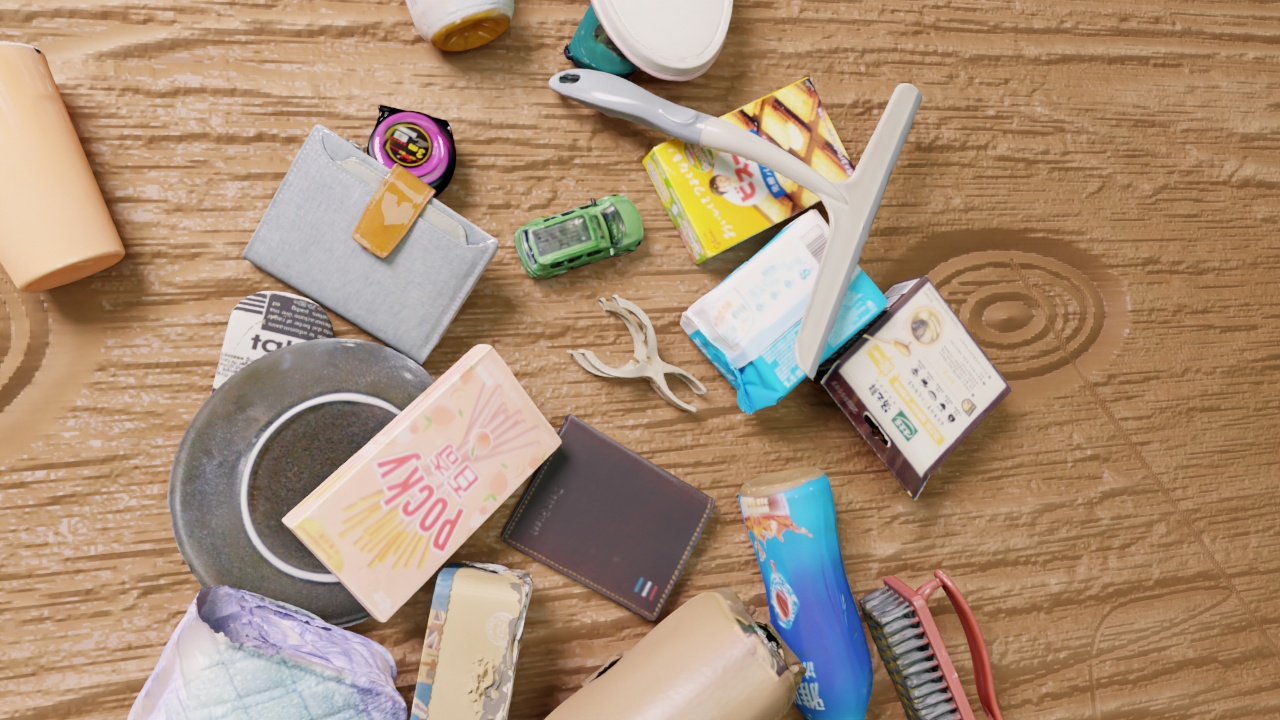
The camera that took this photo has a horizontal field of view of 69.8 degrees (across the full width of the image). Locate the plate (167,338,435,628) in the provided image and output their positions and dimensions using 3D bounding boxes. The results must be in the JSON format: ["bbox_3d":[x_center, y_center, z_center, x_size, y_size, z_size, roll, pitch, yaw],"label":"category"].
[{"bbox_3d":[-0.181,0.075,0.549,0.179,0.024,0.179,-2,94,-36],"label":"plate"}]

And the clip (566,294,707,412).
[{"bbox_3d":[-0.009,0.008,0.632,0.092,0.035,0.103,-35,104,-20],"label":"clip"}]

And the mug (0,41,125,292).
[{"bbox_3d":[-0.351,-0.105,0.520,0.078,0.078,0.123,-25,98,-17],"label":"mug"}]

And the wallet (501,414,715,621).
[{"bbox_3d":[-0.021,0.108,0.628,0.122,0.020,0.096,31,78,-10],"label":"wallet"}]

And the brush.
[{"bbox_3d":[0.221,0.227,0.666,0.069,0.063,0.146,-24,94,-4],"label":"brush"}]

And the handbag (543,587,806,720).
[{"bbox_3d":[0.006,0.224,0.563,0.204,0.148,0.100,-35,71,-18],"label":"handbag"}]

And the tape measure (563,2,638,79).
[{"bbox_3d":[-0.021,-0.228,0.650,0.054,0.025,0.058,28,79,-12],"label":"tape measure"}]

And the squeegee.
[{"bbox_3d":[0.051,-0.148,0.619,0.246,0.039,0.246,25,69,2],"label":"squeegee"}]

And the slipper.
[{"bbox_3d":[0.006,-0.319,0.648,0.114,0.055,0.274,-1,77,-19],"label":"slipper"}]

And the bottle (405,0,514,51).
[{"bbox_3d":[-0.141,-0.302,0.597,0.068,0.068,0.189,-20,92,-17],"label":"bottle"}]

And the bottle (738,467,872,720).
[{"bbox_3d":[0.123,0.187,0.639,0.065,0.065,0.218,-13,89,-17],"label":"bottle"}]

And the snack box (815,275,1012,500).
[{"bbox_3d":[0.196,0.019,0.680,0.125,0.053,0.113,-41,98,-15],"label":"snack box"}]

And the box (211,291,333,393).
[{"bbox_3d":[-0.229,0.039,0.553,0.070,0.058,0.164,13,82,-41],"label":"box"}]

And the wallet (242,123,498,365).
[{"bbox_3d":[-0.165,-0.070,0.570,0.129,0.037,0.107,33,109,-11],"label":"wallet"}]

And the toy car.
[{"bbox_3d":[-0.040,-0.086,0.629,0.091,0.036,0.043,-21,90,-21],"label":"toy car"}]

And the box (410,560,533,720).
[{"bbox_3d":[-0.108,0.217,0.555,0.059,0.090,0.184,12,80,-3],"label":"box"}]

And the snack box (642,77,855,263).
[{"bbox_3d":[0.082,-0.139,0.670,0.140,0.034,0.087,-28,93,-14],"label":"snack box"}]

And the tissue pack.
[{"bbox_3d":[0.102,-0.036,0.651,0.139,0.063,0.090,-40,93,-17],"label":"tissue pack"}]

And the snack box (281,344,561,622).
[{"bbox_3d":[-0.127,0.072,0.557,0.157,0.026,0.084,-46,118,-24],"label":"snack box"}]

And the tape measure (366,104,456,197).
[{"bbox_3d":[-0.149,-0.132,0.598,0.057,0.039,0.057,8,79,-16],"label":"tape measure"}]

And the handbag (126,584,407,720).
[{"bbox_3d":[-0.228,0.235,0.510,0.134,0.075,0.194,30,88,-26],"label":"handbag"}]
